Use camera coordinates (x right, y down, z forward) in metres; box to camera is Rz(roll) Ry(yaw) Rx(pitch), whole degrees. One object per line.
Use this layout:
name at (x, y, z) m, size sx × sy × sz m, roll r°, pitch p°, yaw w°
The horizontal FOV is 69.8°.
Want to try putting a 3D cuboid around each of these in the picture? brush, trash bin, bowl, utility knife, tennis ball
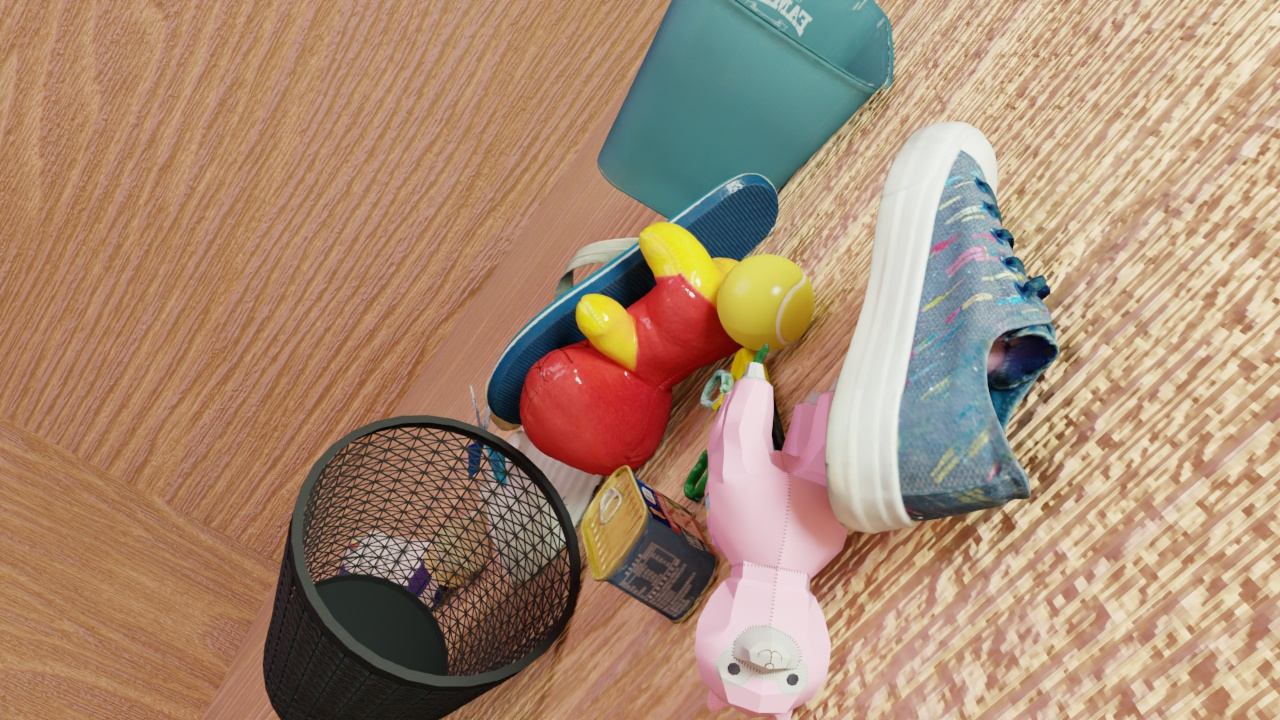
brush at (-0.149, 0.128, 1.020) m, size 0.077 × 0.062 × 0.271 m, roll -18°, pitch 37°, yaw 58°
trash bin at (-0.200, 0.202, 0.751) m, size 0.244 × 0.217 × 0.216 m, roll -51°, pitch 15°, yaw 41°
trash bin at (0.083, -0.248, 0.838) m, size 0.219 × 0.196 × 0.198 m, roll -51°, pitch 14°, yaw 41°
bowl at (-0.103, 0.114, 0.862) m, size 0.178 × 0.071 × 0.177 m, roll -51°, pitch 16°, yaw 21°
utility knife at (0.076, 0.040, 0.572) m, size 0.173 × 0.020 × 0.029 m, roll -91°, pitch 17°, yaw -63°
tennis ball at (0.084, -0.039, 0.618) m, size 0.065 × 0.065 × 0.065 m, roll -50°, pitch 17°, yaw 21°

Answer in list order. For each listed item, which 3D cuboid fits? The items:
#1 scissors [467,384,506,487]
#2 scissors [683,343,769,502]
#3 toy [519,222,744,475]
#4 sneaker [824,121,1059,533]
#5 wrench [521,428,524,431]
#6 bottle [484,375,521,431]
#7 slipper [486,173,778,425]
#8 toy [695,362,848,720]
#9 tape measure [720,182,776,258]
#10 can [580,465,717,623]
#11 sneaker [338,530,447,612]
scissors at (-0.143, 0.072, 0.830) m, size 0.127 × 0.014 × 0.133 m, roll 65°, pitch 147°, yaw 35°
scissors at (0.056, 0.035, 0.604) m, size 0.127 × 0.011 × 0.126 m, roll -91°, pitch 23°, yaw -57°
toy at (-0.004, 0.004, 0.703) m, size 0.217 × 0.147 × 0.098 m, roll -49°, pitch 44°, yaw 18°
sneaker at (0.148, -0.023, 0.415) m, size 0.079 × 0.087 × 0.234 m, roll -2°, pitch 47°, yaw 32°
wrench at (-0.063, -0.001, 1.000) m, size 0.273 × 0.009 × 0.047 m, roll -53°, pitch -29°, yaw -6°
bottle at (-0.061, 0.020, 0.839) m, size 0.162 × 0.056 × 0.056 m, roll -15°, pitch 32°, yaw 18°
slipper at (-0.019, -0.058, 0.746) m, size 0.295 × 0.118 × 0.060 m, roll -38°, pitch 61°, yaw 9°
toy at (0.061, 0.083, 0.433) m, size 0.123 × 0.067 × 0.157 m, roll 84°, pitch -165°, yaw -80°
tape measure at (0.076, -0.117, 0.807) m, size 0.062 × 0.060 × 0.020 m, roll -42°, pitch 21°, yaw 39°
can at (0.004, 0.112, 0.568) m, size 0.054 × 0.059 × 0.100 m, roll -54°, pitch 16°, yaw 6°
sneaker at (-0.292, 0.242, 1.096) m, size 0.245 × 0.111 × 0.091 m, roll -36°, pitch 25°, yaw 51°
